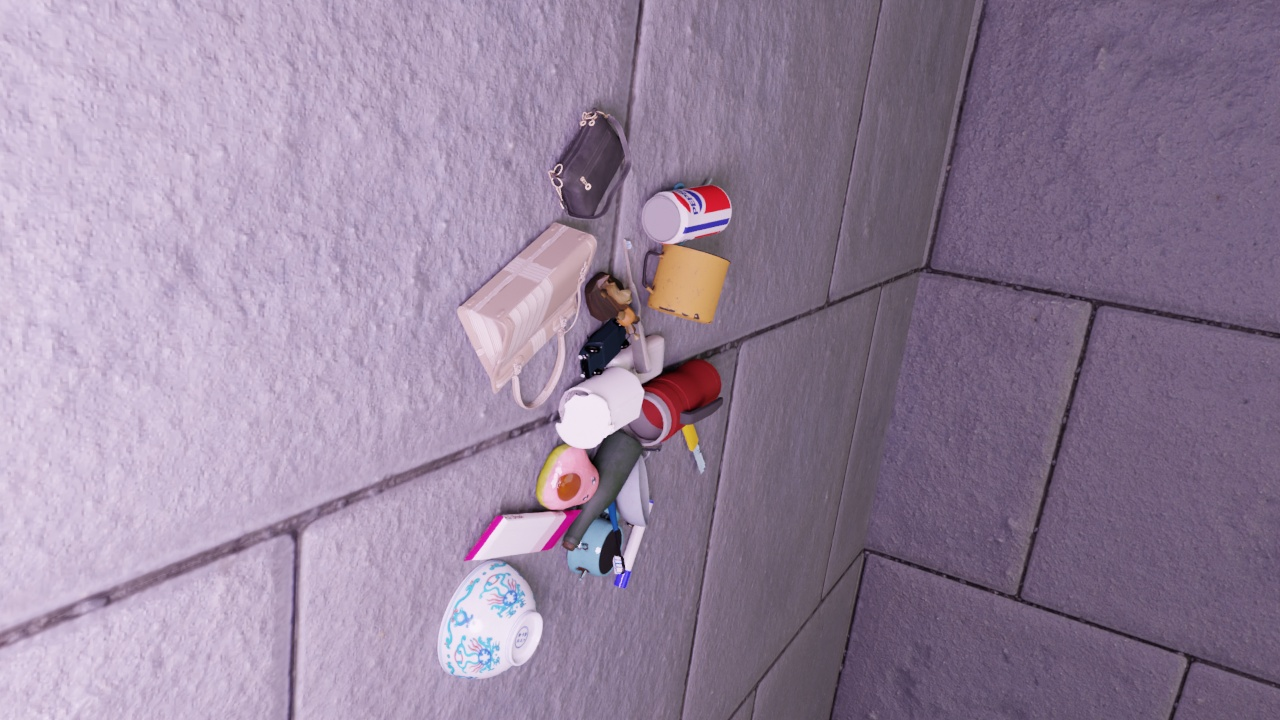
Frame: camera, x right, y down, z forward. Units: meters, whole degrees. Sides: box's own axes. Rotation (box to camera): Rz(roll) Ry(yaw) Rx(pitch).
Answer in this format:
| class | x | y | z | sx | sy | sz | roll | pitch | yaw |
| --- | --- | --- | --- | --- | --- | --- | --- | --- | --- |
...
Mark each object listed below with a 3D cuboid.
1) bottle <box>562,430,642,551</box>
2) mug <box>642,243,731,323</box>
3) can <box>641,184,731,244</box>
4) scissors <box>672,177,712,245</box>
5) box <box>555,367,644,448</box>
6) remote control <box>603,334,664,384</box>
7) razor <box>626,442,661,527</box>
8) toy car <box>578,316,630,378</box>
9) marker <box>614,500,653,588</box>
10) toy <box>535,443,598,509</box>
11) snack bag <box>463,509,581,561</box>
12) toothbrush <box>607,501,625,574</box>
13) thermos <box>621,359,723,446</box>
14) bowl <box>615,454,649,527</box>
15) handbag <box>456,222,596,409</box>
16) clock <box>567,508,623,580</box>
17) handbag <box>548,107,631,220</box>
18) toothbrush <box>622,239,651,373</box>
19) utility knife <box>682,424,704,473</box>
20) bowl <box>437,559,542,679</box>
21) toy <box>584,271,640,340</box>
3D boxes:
| class | x | y | z | sx | sy | sz | roll | pitch | yaw |
| --- | --- | --- | --- | --- | --- | --- | --- | --- | --- |
| bottle | -0.059 | 0.181 | 1.252 | 0.173 | 0.055 | 0.055 | -61 | 150 | -24 |
| mug | 0.056 | -0.109 | 1.291 | 0.123 | 0.100 | 0.094 | 15 | 92 | -23 |
| can | 0.065 | -0.201 | 1.262 | 0.131 | 0.070 | 0.070 | -22 | 122 | -51 |
| scissors | 0.072 | -0.237 | 1.342 | 0.140 | 0.015 | 0.111 | -63 | 149 | -31 |
| box | -0.053 | 0.062 | 1.164 | 0.142 | 0.089 | 0.080 | -26 | 138 | -54 |
| remote control | -0.008 | 0.008 | 1.292 | 0.138 | 0.025 | 0.060 | -27 | 127 | -54 |
| razor | -0.003 | 0.187 | 1.405 | 0.042 | 0.022 | 0.144 | 6 | 107 | -21 |
| toy car | -0.048 | -0.021 | 1.189 | 0.111 | 0.034 | 0.046 | -47 | 143 | -44 |
| marker | -0.009 | 0.287 | 1.441 | 0.020 | 0.020 | 0.141 | 34 | 73 | -62 |
| toy | -0.090 | 0.151 | 1.177 | 0.090 | 0.051 | 0.110 | -68 | 155 | -4 |
| snack bag | -0.141 | 0.213 | 1.129 | 0.070 | 0.016 | 0.196 | -54 | 156 | 11 |
| toothbrush | -0.037 | 0.219 | 1.257 | 0.167 | 0.014 | 0.014 | -102 | -153 | -43 |
| thermos | 0.058 | 0.061 | 1.358 | 0.198 | 0.108 | 0.084 | -29 | 127 | -58 |
| bowl | -0.014 | 0.191 | 1.337 | 0.106 | 0.039 | 0.106 | -4 | 89 | -83 |
| handbag | -0.120 | -0.026 | 1.043 | 0.175 | 0.062 | 0.198 | -50 | 153 | -40 |
| clock | -0.057 | 0.254 | 1.294 | 0.124 | 0.053 | 0.090 | -35 | 134 | -56 |
| handbag | -0.058 | -0.224 | 1.044 | 0.128 | 0.054 | 0.079 | -63 | 147 | -18 |
| toothbrush | -0.009 | -0.071 | 1.230 | 0.024 | 0.022 | 0.186 | -14 | 108 | -15 |
| utility knife | 0.084 | 0.127 | 1.543 | 0.030 | 0.019 | 0.224 | -54 | 142 | -26 |
| bowl | -0.165 | 0.318 | 1.092 | 0.143 | 0.074 | 0.144 | -38 | 136 | -50 |
| toy | -0.029 | -0.066 | 1.157 | 0.100 | 0.063 | 0.076 | 49 | 36 | -25 |
